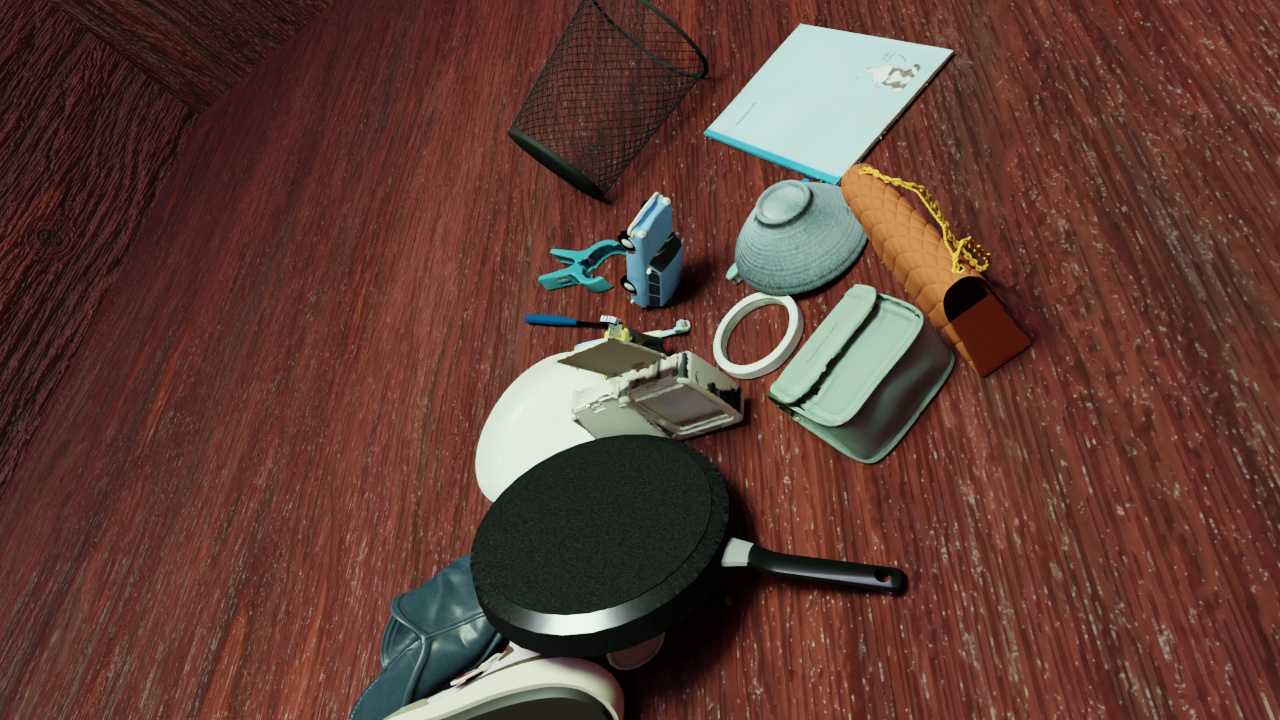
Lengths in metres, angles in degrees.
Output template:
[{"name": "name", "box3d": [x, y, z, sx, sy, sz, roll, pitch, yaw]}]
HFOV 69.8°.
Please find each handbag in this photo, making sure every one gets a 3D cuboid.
[{"name": "handbag", "box3d": [0.174, 0.008, 0.742, 0.122, 0.067, 0.106, -51, 37, -2]}, {"name": "handbag", "box3d": [0.231, -0.083, 0.727, 0.060, 0.109, 0.171, -38, 40, 14]}]

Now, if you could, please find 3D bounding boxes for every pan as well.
[{"name": "pan", "box3d": [0.026, 0.143, 0.726, 0.357, 0.034, 0.224, 2, 38, 27]}]

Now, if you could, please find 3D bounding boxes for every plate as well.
[{"name": "plate", "box3d": [-0.097, 0.076, 0.971, 0.183, 0.034, 0.182, -25, 44, 27]}]

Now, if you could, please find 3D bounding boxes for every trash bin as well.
[{"name": "trash bin", "box3d": [-0.050, -0.330, 1.157, 0.210, 0.184, 0.184, -55, 38, 1]}]

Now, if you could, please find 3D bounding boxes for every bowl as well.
[{"name": "bowl", "box3d": [0.144, -0.133, 0.875, 0.137, 0.057, 0.136, -17, 49, 20]}]

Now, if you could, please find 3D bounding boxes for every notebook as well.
[{"name": "notebook", "box3d": [0.194, -0.290, 1.013, 0.181, 0.009, 0.253, -50, 38, 0]}]

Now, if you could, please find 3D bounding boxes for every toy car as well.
[{"name": "toy car", "box3d": [0.014, -0.108, 0.944, 0.055, 0.153, 0.056, 29, 68, 14]}]

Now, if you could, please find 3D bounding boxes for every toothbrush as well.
[{"name": "toothbrush", "box3d": [-0.013, -0.024, 0.988, 0.155, 0.016, 0.022, -11, 20, 37]}, {"name": "toothbrush", "box3d": [0.133, -0.132, 0.940, 0.135, 0.017, 0.022, -51, 38, -7]}, {"name": "toothbrush", "box3d": [-0.084, -0.047, 1.076, 0.168, 0.014, 0.014, 7, 75, 47]}]

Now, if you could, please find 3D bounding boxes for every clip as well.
[{"name": "clip", "box3d": [-0.061, -0.129, 1.114, 0.130, 0.030, 0.120, 26, 83, 50]}]

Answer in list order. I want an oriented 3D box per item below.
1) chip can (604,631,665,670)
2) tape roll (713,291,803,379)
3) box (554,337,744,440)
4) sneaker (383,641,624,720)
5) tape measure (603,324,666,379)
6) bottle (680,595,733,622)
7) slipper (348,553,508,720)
[{"name": "chip can", "box3d": [-0.052, 0.175, 0.791, 0.052, 0.052, 0.215, -49, 38, 1]}, {"name": "tape roll", "box3d": [0.111, -0.025, 0.872, 0.093, 0.013, 0.092, -25, 45, 27]}, {"name": "box", "box3d": [-0.014, 0.029, 0.811, 0.144, 0.184, 0.044, -22, 50, 37]}, {"name": "sneaker", "box3d": [-0.140, 0.301, 0.790, 0.294, 0.112, 0.116, -32, 20, 22]}, {"name": "tape measure", "box3d": [-0.005, 0.005, 0.912, 0.042, 0.071, 0.072, -2, 79, 40]}, {"name": "bottle", "box3d": [0.030, 0.202, 0.753, 0.106, 0.025, 0.025, -17, 48, 34]}, {"name": "slipper", "box3d": [-0.204, 0.262, 0.882, 0.265, 0.083, 0.109, -49, 37, -7]}]
